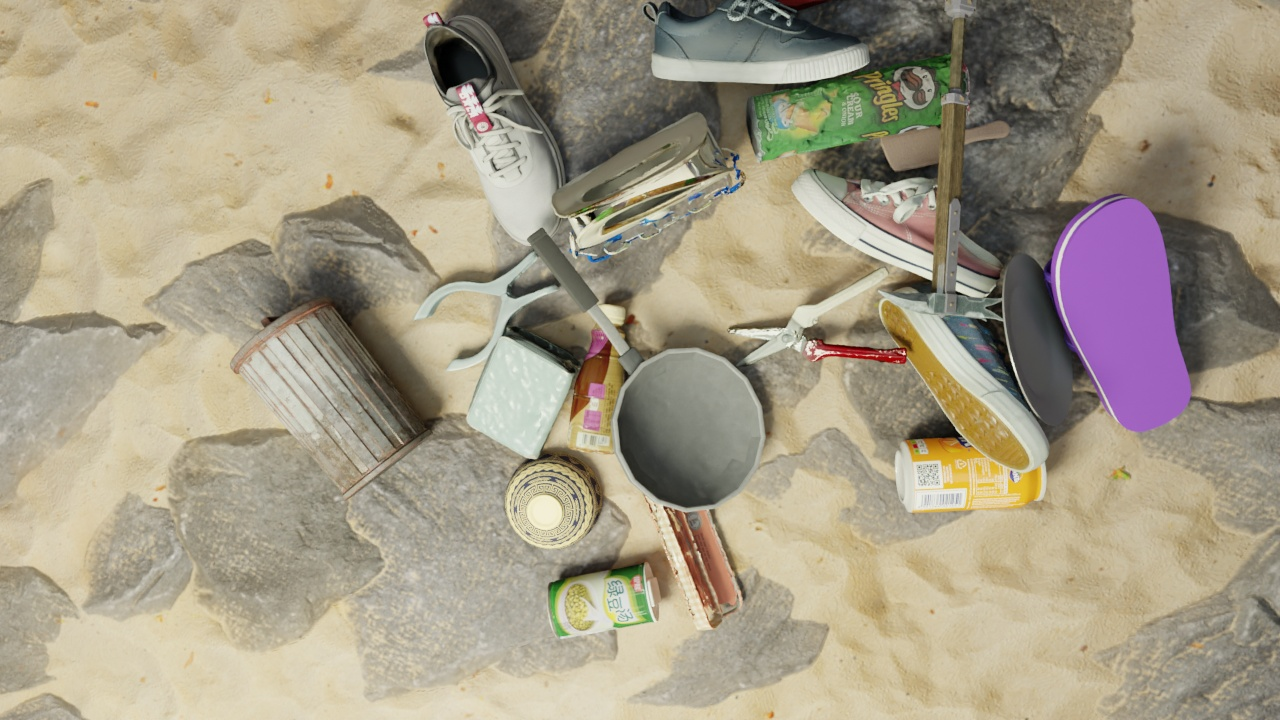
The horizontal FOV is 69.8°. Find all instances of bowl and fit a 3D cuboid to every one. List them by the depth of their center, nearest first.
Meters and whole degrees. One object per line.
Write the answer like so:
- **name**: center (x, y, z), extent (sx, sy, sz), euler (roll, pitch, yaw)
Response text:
- **bowl**: center (-0.104, 0.165, 1.049), extent (0.112, 0.061, 0.112), euler (1, 96, 6)

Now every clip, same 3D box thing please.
- **clip**: center (-0.191, -0.082, 1.048), extent (0.172, 0.029, 0.141), euler (-40, 92, 8)

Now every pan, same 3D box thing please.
- **pan**: center (-0.006, 0.006, 0.996), extent (0.178, 0.041, 0.357), euler (-40, 96, -21)

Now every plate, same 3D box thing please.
- **plate**: center (0.402, -0.021, 0.937), extent (0.012, 0.178, 0.178), euler (-13, 96, 41)

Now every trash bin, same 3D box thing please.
- **trash bin**: center (-0.347, 0.036, 1.026), extent (0.131, 0.130, 0.211), euler (-38, 93, 8)

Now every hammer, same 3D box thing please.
- **hammer**: center (0.300, -0.200, 0.894), extent (0.146, 0.028, 0.317), euler (3, 91, -25)

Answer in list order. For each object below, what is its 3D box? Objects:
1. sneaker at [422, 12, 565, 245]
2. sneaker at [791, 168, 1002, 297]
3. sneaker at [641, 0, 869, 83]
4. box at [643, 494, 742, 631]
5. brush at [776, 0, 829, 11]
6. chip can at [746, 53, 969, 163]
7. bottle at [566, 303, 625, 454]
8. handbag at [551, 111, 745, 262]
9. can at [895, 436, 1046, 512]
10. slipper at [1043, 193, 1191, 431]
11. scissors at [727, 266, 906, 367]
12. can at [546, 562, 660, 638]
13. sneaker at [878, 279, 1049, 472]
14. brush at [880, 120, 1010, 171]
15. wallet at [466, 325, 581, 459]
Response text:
- **sneaker**: center (-0.158, -0.247, 0.976), extent (0.097, 0.128, 0.263), euler (-21, 98, 10)
- **sneaker**: center (0.278, -0.152, 0.958), extent (0.241, 0.118, 0.088), euler (25, 118, -3)
- **sneaker**: center (0.118, -0.337, 0.950), extent (0.236, 0.089, 0.087), euler (4, 117, 11)
- **box**: center (0.061, 0.212, 1.043), extent (0.043, 0.083, 0.187), euler (-17, 97, 37)
- **brush**: center (0.211, -0.426, 0.962), extent (0.173, 0.041, 0.082), euler (-15, 94, 7)
- **chip can**: center (0.224, -0.265, 0.963), extent (0.223, 0.075, 0.075), euler (-11, 95, 7)
- **bottle**: center (-0.043, 0.020, 1.030), extent (0.059, 0.059, 0.166), euler (8, 89, 5)
- **handbag**: center (0.007, -0.169, 0.932), extent (0.201, 0.199, 0.093), euler (-27, 105, 9)
- **can**: center (0.352, 0.121, 0.989), extent (0.142, 0.079, 0.079), euler (-4, 96, 6)
- **slipper**: center (0.489, -0.053, 0.962), extent (0.107, 0.084, 0.266), euler (-27, 114, 8)
- **scissors**: center (0.199, -0.035, 0.993), extent (0.193, 0.015, 0.180), euler (31, 114, 12)
- **can**: center (-0.041, 0.275, 1.052), extent (0.121, 0.067, 0.067), euler (-12, 95, 7)
- **sneaker**: center (0.349, 0.009, 0.958), extent (0.079, 0.087, 0.235), euler (-28, 64, -12)
- **brush**: center (0.327, -0.232, 0.982), extent (0.135, 0.015, 0.049), euler (-13, 63, -1)
- **wallet**: center (-0.132, 0.036, 1.035), extent (0.100, 0.054, 0.132), euler (31, 111, 7)
